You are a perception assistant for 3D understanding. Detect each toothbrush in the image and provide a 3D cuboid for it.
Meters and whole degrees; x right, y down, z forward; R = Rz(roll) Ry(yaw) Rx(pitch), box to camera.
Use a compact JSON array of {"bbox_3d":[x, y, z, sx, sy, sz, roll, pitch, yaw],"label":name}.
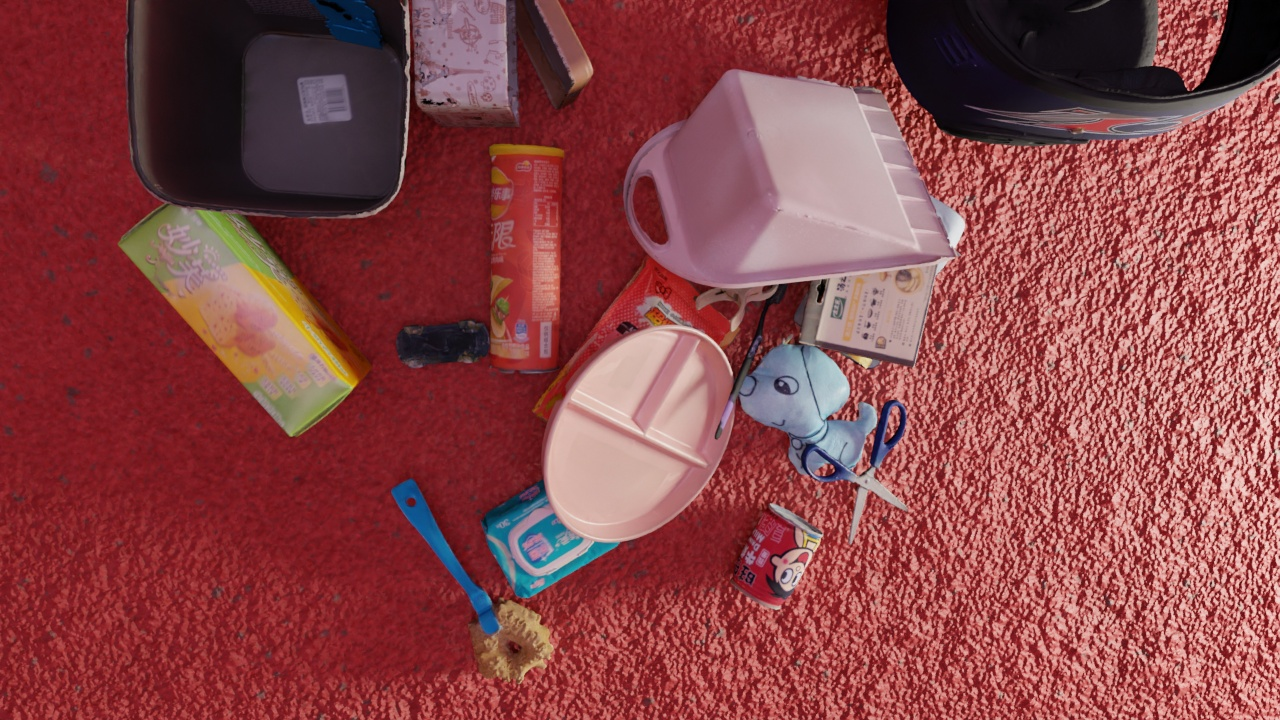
[{"bbox_3d":[0.113,-0.004,0.934,0.014,0.017,0.188,41,67,-47],"label":"toothbrush"}]

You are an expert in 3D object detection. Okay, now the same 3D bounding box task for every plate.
[{"bbox_3d":[-0.001,0.070,0.892,0.229,0.028,0.230,-18,122,-33],"label":"plate"}]

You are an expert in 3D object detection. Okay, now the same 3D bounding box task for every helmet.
[{"bbox_3d":[0.385,-0.314,0.840,0.315,0.240,0.247,13,96,1],"label":"helmet"}]

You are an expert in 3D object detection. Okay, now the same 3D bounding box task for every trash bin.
[{"bbox_3d":[-0.285,-0.220,0.770,0.199,0.220,0.199,3,98,-9],"label":"trash bin"}]

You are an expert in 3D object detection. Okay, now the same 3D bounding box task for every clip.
[{"bbox_3d":[0.106,-0.072,0.923,0.099,0.035,0.070,-37,58,-27],"label":"clip"}]

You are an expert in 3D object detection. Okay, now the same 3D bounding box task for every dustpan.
[{"bbox_3d":[0.132,-0.165,0.888,0.273,0.139,0.222,7,56,-28],"label":"dustpan"}]

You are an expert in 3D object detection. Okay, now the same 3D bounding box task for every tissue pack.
[{"bbox_3d":[-0.089,0.172,0.940,0.133,0.050,0.093,-31,102,-3],"label":"tissue pack"}]

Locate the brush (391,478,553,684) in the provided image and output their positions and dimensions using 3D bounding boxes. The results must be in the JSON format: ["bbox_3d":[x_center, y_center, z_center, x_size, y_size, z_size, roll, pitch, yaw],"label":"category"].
[{"bbox_3d":[-0.174,0.228,0.934,0.083,0.046,0.255,-30,107,0],"label":"brush"}]

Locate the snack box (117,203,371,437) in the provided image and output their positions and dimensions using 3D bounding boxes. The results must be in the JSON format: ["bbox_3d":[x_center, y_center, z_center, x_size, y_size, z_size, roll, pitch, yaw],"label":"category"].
[{"bbox_3d":[-0.339,-0.043,0.818,0.070,0.158,0.210,-38,101,-4],"label":"snack box"}]

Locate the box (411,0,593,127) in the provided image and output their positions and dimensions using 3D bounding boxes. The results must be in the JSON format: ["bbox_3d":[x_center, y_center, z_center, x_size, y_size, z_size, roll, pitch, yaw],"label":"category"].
[{"bbox_3d":[-0.114,-0.285,0.808,0.148,0.181,0.146,1,98,-5],"label":"box"}]

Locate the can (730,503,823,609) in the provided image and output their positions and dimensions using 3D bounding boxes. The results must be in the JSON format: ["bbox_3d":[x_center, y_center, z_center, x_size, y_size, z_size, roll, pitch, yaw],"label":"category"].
[{"bbox_3d":[0.143,0.208,0.972,0.066,0.066,0.094,28,93,-11],"label":"can"}]

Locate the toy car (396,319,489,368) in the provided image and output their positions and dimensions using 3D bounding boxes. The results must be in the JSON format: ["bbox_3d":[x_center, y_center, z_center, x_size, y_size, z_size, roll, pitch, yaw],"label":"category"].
[{"bbox_3d":[-0.195,-0.018,0.906,0.090,0.034,0.043,-7,101,-5],"label":"toy car"}]

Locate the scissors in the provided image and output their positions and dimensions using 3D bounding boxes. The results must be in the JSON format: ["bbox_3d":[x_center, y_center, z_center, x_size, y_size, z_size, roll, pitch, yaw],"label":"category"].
[{"bbox_3d":[0.236,0.119,0.978,0.162,0.012,0.176,10,106,-26],"label":"scissors"}]

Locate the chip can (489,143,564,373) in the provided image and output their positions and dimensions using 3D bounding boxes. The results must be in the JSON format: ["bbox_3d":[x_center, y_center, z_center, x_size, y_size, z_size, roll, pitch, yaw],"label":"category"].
[{"bbox_3d":[-0.110,-0.097,0.889,0.073,0.073,0.216,-1,98,-9],"label":"chip can"}]

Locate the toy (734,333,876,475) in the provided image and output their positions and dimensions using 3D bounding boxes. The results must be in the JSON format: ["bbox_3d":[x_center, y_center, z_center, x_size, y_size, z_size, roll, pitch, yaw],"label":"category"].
[{"bbox_3d":[0.175,0.046,0.963,0.161,0.050,0.156,-5,101,-13],"label":"toy"}]

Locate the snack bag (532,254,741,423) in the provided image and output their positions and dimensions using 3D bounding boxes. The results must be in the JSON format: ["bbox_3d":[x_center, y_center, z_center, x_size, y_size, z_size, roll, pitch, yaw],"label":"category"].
[{"bbox_3d":[-0.005,0.005,0.926,0.128,0.073,0.207,42,82,-18],"label":"snack bag"}]

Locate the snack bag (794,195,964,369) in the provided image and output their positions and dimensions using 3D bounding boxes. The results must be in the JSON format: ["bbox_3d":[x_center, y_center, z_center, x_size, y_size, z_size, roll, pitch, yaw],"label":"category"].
[{"bbox_3d":[0.252,-0.094,0.962,0.110,0.039,0.191,32,92,0],"label":"snack bag"}]

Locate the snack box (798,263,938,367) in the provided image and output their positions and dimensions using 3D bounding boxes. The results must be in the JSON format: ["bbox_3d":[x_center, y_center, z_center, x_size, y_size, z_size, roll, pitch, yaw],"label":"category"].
[{"bbox_3d":[0.222,-0.061,0.915,0.125,0.053,0.113,12,93,-5],"label":"snack box"}]
